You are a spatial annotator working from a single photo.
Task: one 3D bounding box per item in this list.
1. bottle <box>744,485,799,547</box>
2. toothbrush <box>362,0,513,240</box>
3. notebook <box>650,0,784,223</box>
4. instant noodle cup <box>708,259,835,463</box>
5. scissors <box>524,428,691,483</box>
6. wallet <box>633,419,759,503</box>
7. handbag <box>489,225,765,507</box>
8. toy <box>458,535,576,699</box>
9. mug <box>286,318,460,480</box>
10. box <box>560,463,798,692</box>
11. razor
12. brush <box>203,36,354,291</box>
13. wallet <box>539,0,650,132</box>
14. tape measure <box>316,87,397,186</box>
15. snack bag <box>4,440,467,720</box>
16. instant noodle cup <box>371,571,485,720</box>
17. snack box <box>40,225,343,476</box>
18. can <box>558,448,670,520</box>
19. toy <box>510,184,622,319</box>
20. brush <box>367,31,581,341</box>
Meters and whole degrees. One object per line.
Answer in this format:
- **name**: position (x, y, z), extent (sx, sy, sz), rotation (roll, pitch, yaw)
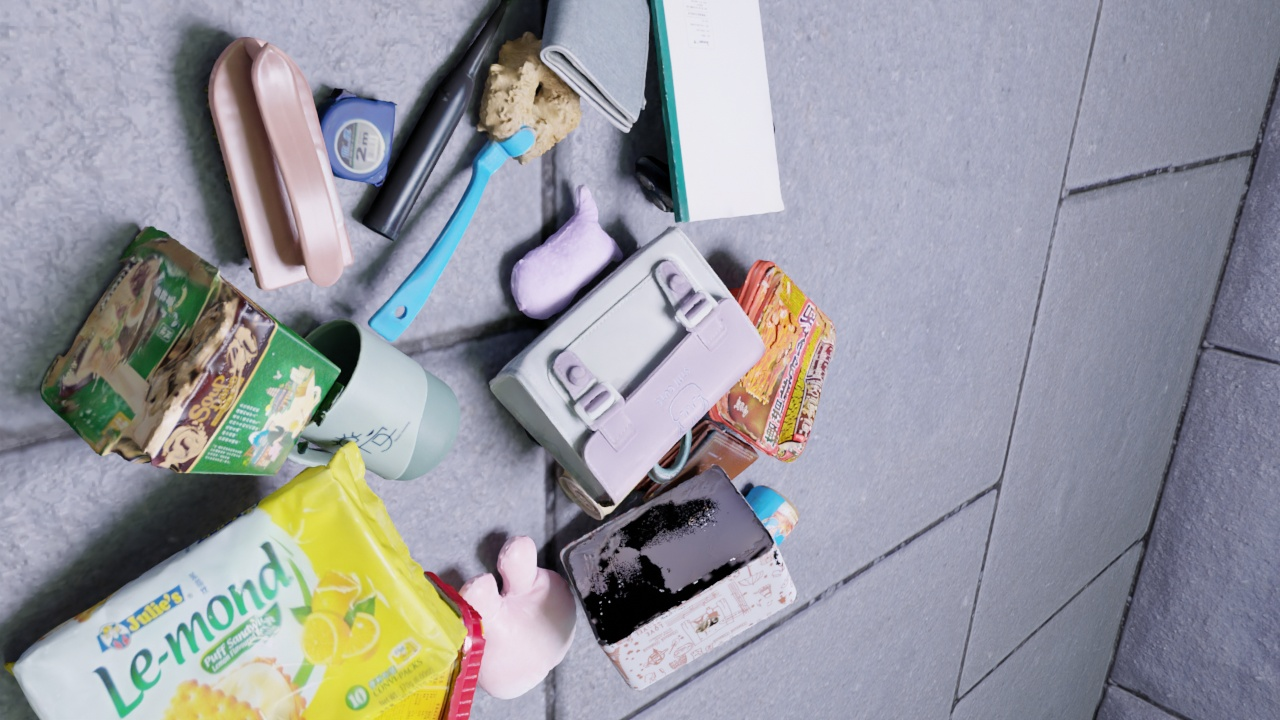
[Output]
- **bottle**: position (0.092, 0.239, 1.025), extent (0.218, 0.065, 0.065), rotation (-49, 135, -17)
- **toothbrush**: position (-0.133, -0.182, 0.638), extent (0.212, 0.026, 0.027), rotation (-63, 150, -4)
- **notebook**: position (0.066, -0.226, 0.775), extent (0.150, 0.012, 0.209), rotation (-16, 102, -47)
- **instant noodle cup**: position (0.117, 0.002, 0.921), extent (0.188, 0.079, 0.164), rotation (36, 71, -49)
- **scissors**: position (-0.031, 0.035, 0.807), extent (0.181, 0.019, 0.170), rotation (-13, 89, -25)
- **wallet**: position (0.059, 0.110, 0.916), extent (0.101, 0.032, 0.124), rotation (-43, 150, 9)
- **handbag**: position (-0.005, 0.004, 0.762), extent (0.196, 0.099, 0.145), rotation (-44, 101, -22)
- **toy**: position (-0.110, 0.228, 0.822), extent (0.121, 0.054, 0.160), rotation (-42, 133, -35)
- **mug**: position (-0.196, 0.040, 0.640), extent (0.112, 0.082, 0.106), rotation (-36, 139, 12)
- **box**: position (0.044, 0.225, 0.864), extent (0.181, 0.157, 0.198), rotation (-28, 128, -8)
- **razor**: position (0.064, -0.184, 0.824), extent (0.167, 0.062, 0.068), rotation (-37, 161, -35)
- **brush**: position (-0.215, -0.117, 0.549), extent (0.063, 0.073, 0.146), rotation (-24, 122, -36)
- **wallet**: position (-0.031, -0.246, 0.677), extent (0.106, 0.037, 0.129), rotation (35, 52, -49)
- **tape measure**: position (-0.188, -0.145, 0.598), extent (0.054, 0.025, 0.058), rotation (1, 103, -44)
- **snack bag**: position (-0.247, 0.183, 0.586), extent (0.246, 0.068, 0.158), rotation (-33, 100, -8)
- **instant noodle cup**: position (-0.199, 0.227, 0.695), extent (0.123, 0.116, 0.116), rotation (10, 95, -35)
- **snack box**: position (-0.257, 0.007, 0.546), extent (0.118, 0.117, 0.105), rotation (-58, 149, -5)
- **can**: position (-0.017, 0.087, 0.850), extent (0.116, 0.058, 0.058), rotation (-45, 134, -22)
- **toy**: position (-0.062, -0.080, 0.744), extent (0.107, 0.039, 0.084), rotation (-45, 134, -19)
- **brush**: position (-0.117, -0.125, 0.658), extent (0.254, 0.046, 0.083), rotation (-61, 142, -14)
